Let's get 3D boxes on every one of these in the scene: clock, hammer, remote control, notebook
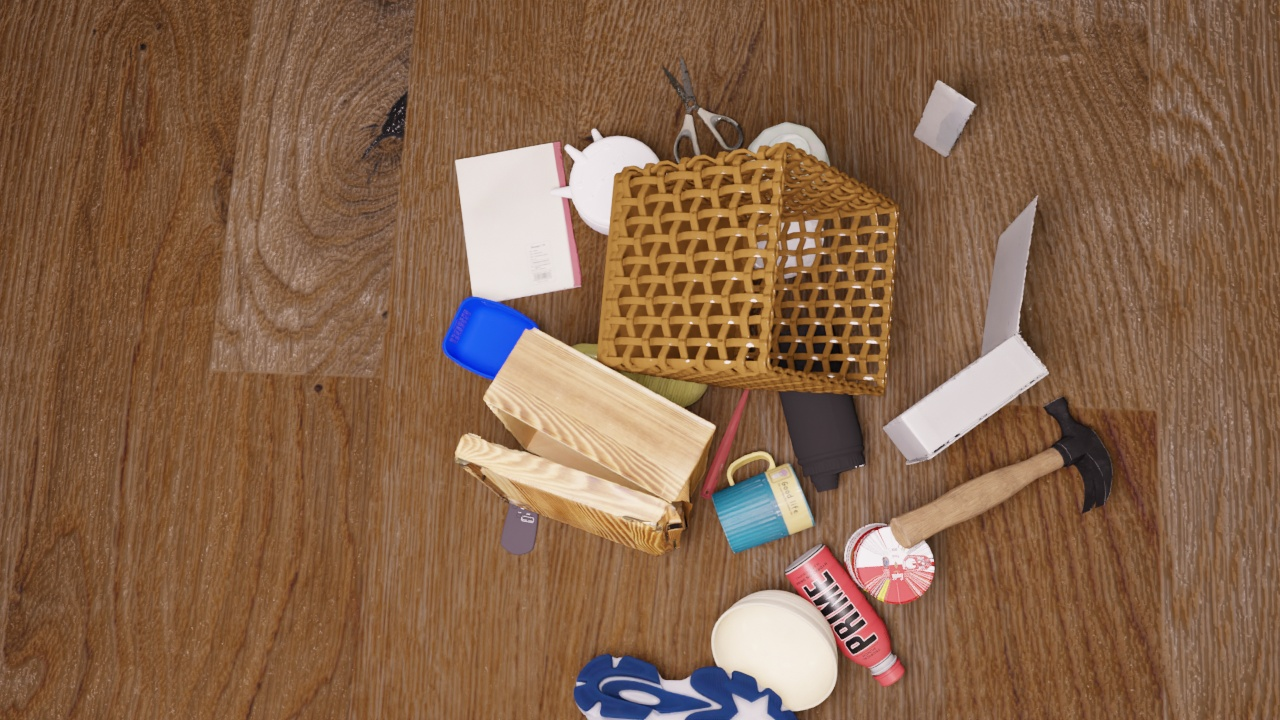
[{"bbox_3d":[-0.028,-0.231,1.213,0.161,0.073,0.125,33,85,8],"label":"clock"},{"bbox_3d":[0.419,0.150,1.065,0.304,0.040,0.132,-19,71,-22],"label":"hammer"},{"bbox_3d":[-0.152,0.192,1.199,0.046,0.009,0.124,9,83,8],"label":"remote control"},{"bbox_3d":[-0.168,-0.188,1.256,0.153,0.012,0.208,-9,81,4],"label":"notebook"}]

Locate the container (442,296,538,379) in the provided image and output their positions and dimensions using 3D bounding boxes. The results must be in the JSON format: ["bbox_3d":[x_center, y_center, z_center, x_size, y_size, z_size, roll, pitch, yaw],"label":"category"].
[{"bbox_3d":[-0.191,-0.023,1.210,0.114,0.058,0.096,24,85,9],"label":"container"}]

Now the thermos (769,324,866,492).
[{"bbox_3d":[0.221,0.060,1.138,0.086,0.086,0.198,-14,80,4],"label":"thermos"}]

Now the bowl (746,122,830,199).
[{"bbox_3d":[0.192,-0.260,1.201,0.117,0.061,0.117,-1,81,5],"label":"bowl"}]

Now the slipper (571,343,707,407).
[{"bbox_3d":[-0.007,0.007,1.183,0.190,0.092,0.081,8,43,-2],"label":"slipper"}]

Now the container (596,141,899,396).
[{"bbox_3d":[0.121,-0.084,1.003,0.215,0.251,0.219,2,85,41],"label":"container"}]

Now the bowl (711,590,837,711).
[{"bbox_3d":[0.168,0.334,1.098,0.151,0.075,0.151,10,115,22],"label":"bowl"}]

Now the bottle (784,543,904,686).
[{"bbox_3d":[0.251,0.311,1.110,0.062,0.062,0.176,-37,80,0],"label":"bottle"}]

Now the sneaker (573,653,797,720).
[{"bbox_3d":[0.054,0.442,1.094,0.269,0.103,0.133,8,126,10],"label":"sneaker"}]

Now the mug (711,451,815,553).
[{"bbox_3d":[0.146,0.171,1.140,0.107,0.083,0.113,-23,58,6],"label":"mug"}]

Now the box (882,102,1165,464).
[{"bbox_3d":[0.456,-0.079,1.090,0.119,0.166,0.478,32,87,10],"label":"box"}]

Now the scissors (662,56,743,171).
[{"bbox_3d":[0.081,-0.335,1.248,0.154,0.012,0.163,13,84,14],"label":"scissors"}]

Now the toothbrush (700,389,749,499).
[{"bbox_3d":[0.118,0.088,1.181,0.016,0.016,0.189,21,84,8],"label":"toothbrush"}]

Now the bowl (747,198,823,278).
[{"bbox_3d":[0.183,-0.156,1.191,0.105,0.054,0.105,-1,84,5],"label":"bowl"}]

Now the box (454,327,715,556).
[{"bbox_3d":[-0.045,0.117,1.059,0.245,0.279,0.167,25,75,9],"label":"box"}]

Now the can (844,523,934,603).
[{"bbox_3d":[0.293,0.239,1.088,0.087,0.116,0.086,-1,81,6],"label":"can"}]
